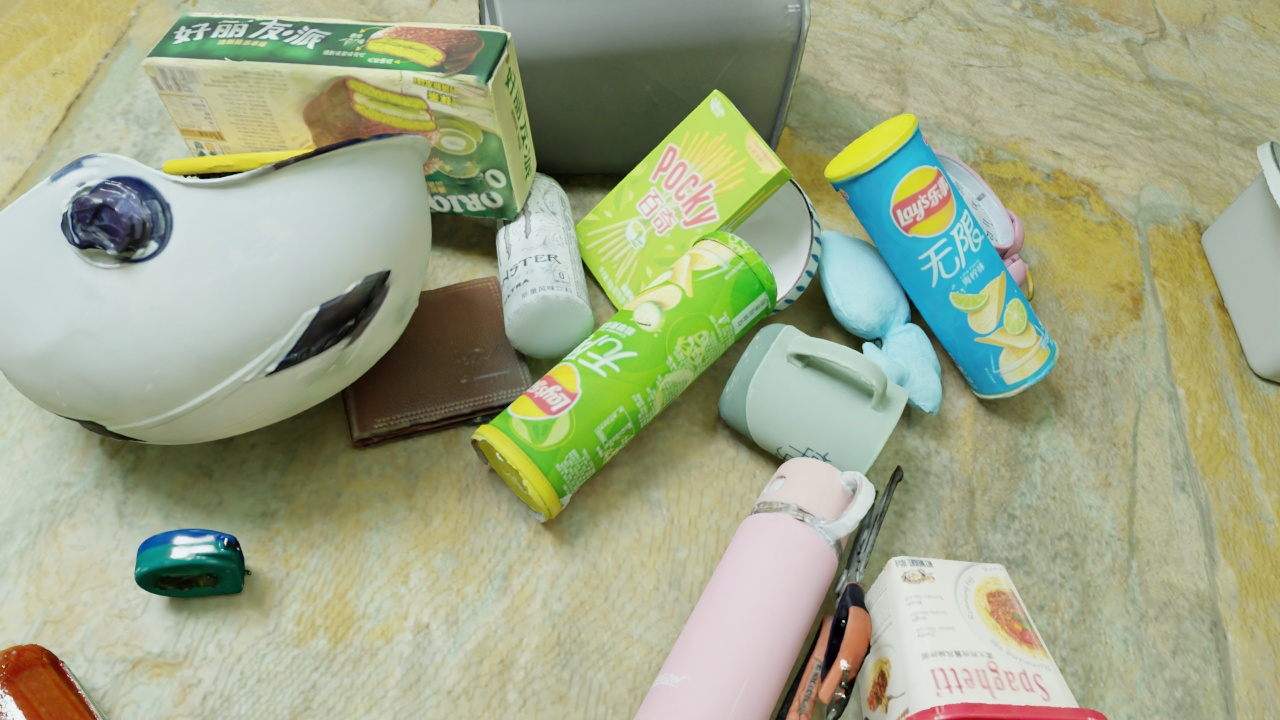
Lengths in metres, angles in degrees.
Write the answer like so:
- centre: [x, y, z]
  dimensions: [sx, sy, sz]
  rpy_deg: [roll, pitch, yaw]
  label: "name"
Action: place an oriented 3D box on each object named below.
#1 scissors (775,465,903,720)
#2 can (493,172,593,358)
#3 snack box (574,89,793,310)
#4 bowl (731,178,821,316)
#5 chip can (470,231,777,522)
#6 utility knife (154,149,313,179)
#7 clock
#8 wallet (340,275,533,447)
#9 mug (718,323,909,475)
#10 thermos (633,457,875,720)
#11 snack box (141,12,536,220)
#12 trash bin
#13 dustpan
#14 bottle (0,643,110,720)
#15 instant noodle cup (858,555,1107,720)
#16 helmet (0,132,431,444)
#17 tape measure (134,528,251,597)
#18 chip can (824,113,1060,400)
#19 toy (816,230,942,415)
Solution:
- centre: [0.122, 0.145, 0.543]
  dimensions: [0.015, 0.213, 0.197]
  rpy_deg: [28, 90, 8]
  label: "scissors"
- centre: [-0.071, -0.069, 0.643]
  dimensions: [0.058, 0.058, 0.146]
  rpy_deg: [0, 44, -14]
  label: "can"
- centre: [0.025, -0.111, 0.667]
  dimensions: [0.085, 0.157, 0.026]
  rpy_deg: [56, 19, 22]
  label: "snack box"
- centre: [0.083, -0.085, 0.689]
  dimensions: [0.116, 0.117, 0.066]
  rpy_deg: [52, 19, 21]
  label: "bowl"
- centre: [-0.004, 0.003, 0.592]
  dimensions: [0.220, 0.073, 0.072]
  rpy_deg: [-42, 73, -19]
  label: "chip can"
- centre: [-0.285, -0.131, 0.622]
  dimensions: [0.218, 0.015, 0.033]
  rpy_deg: [1, 11, 20]
  label: "utility knife"
- centre: [0.260, -0.102, 0.744]
  dimensions: [0.158, 0.060, 0.117]
  rpy_deg: [38, 41, -11]
  label: "clock"
- centre: [-0.141, 0.000, 0.615]
  dimensions: [0.124, 0.032, 0.101]
  rpy_deg: [-13, 63, -20]
  label: "wallet"
- centre: [0.116, 0.023, 0.609]
  dimensions: [0.106, 0.112, 0.082]
  rpy_deg: [31, 60, 11]
  label: "mug"
- centre: [0.076, 0.143, 0.536]
  dimensions: [0.067, 0.087, 0.198]
  rpy_deg: [46, 56, -12]
  label: "thermos"
- centre: [-0.198, -0.166, 0.625]
  dimensions: [0.240, 0.115, 0.063]
  rpy_deg: [6, 53, 10]
  label: "snack box"
- centre: [-0.011, -0.254, 0.726]
  dimensions: [0.219, 0.199, 0.198]
  rpy_deg: [-8, 57, -10]
  label: "trash bin"
- centre: [0.605, -0.076, 0.778]
  dimensions: [0.257, 0.143, 0.222]
  rpy_deg: [8, 55, -7]
  label: "dustpan"
- centre: [-0.245, 0.222, 0.423]
  dimensions: [0.206, 0.060, 0.059]
  rpy_deg: [42, 57, 12]
  label: "bottle"
- centre: [0.179, 0.186, 0.523]
  dimensions: [0.116, 0.117, 0.124]
  rpy_deg: [7, 43, -9]
  label: "instant noodle cup"
- centre: [-0.230, -0.032, 0.512]
  dimensions: [0.259, 0.229, 0.146]
  rpy_deg: [-10, 98, 4]
  label: "helmet"
- centre: [-0.243, 0.112, 0.497]
  dimensions: [0.054, 0.058, 0.025]
  rpy_deg: [-2, 57, -17]
  label: "tape measure"
- centre: [0.220, -0.071, 0.664]
  dimensions: [0.210, 0.071, 0.071]
  rpy_deg: [52, 55, -16]
  label: "chip can"
- centre: [0.176, -0.039, 0.692]
  dimensions: [0.156, 0.050, 0.161]
  rpy_deg: [50, 31, -5]
  label: "toy"
